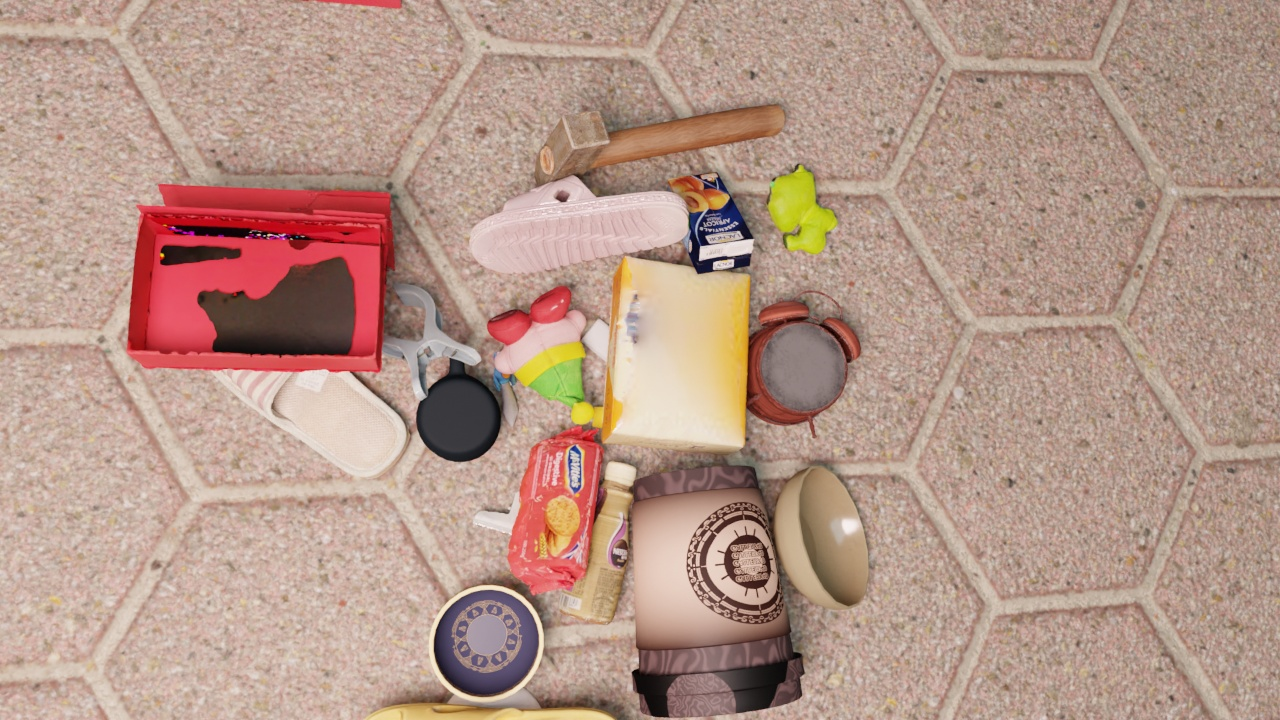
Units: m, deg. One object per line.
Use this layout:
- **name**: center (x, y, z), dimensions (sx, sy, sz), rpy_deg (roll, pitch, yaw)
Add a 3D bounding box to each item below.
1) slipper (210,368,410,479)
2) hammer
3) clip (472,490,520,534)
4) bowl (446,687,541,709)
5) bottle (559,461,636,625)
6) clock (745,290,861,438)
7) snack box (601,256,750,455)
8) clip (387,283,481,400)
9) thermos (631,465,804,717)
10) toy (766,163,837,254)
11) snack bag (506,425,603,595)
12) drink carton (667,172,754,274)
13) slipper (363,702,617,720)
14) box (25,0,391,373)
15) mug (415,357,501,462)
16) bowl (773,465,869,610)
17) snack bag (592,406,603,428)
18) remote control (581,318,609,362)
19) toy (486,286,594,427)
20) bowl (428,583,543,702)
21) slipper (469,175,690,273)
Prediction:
- **slipper**: center (-0.351, 0.016, 0.943), dimensions (0.263, 0.052, 0.115), rpy_deg (41, 79, -1)
- **hammer**: center (0.031, -0.243, 1.016), dimensions (0.300, 0.158, 0.037), rpy_deg (-16, 85, -24)
- **clip**: center (-0.122, 0.165, 0.970), dimensions (0.102, 0.056, 0.056), rpy_deg (18, 104, -7)
- **bowl**: center (-0.151, 0.385, 0.927), dimensions (0.114, 0.051, 0.114), rpy_deg (1, 82, -9)
- **bottle**: center (-0.039, 0.190, 0.967), dimensions (0.059, 0.060, 0.166), rpy_deg (15, 79, -7)
- **clock**: center (0.175, -0.002, 1.020), dimensions (0.120, 0.072, 0.157), rpy_deg (23, 80, -5)
- **snack box**: center (0.039, -0.005, 0.981), dimensions (0.145, 0.081, 0.195), rpy_deg (7, 74, -11)
- **clip**: center (-0.243, -0.015, 0.929), dimensions (0.112, 0.028, 0.163), rpy_deg (-38, 48, -15)
- **thermos**: center (0.068, 0.228, 0.930), dimensions (0.172, 0.173, 0.226), rpy_deg (-4, 77, -10)
- **toy**: center (0.185, -0.174, 1.064), dimensions (0.093, 0.036, 0.094), rpy_deg (27, 86, -10)
- **snack bag**: center (-0.086, 0.149, 0.934), dimensions (0.082, 0.082, 0.176), rpy_deg (11, 59, -8)
- **drink carton**: center (0.073, -0.151, 1.005), dimensions (0.064, 0.040, 0.130), rpy_deg (-10, 47, -10)
- **slipper**: center (-0.140, 0.378, 0.863), dimensions (0.263, 0.078, 0.099), rpy_deg (1, 84, -9)
- **box**: center (-0.313, -0.115, 0.731), dimensions (0.217, 0.352, 0.197), rpy_deg (2, 73, -13)
- **mug**: center (-0.187, 0.043, 0.944), dimensions (0.085, 0.094, 0.121), rpy_deg (-2, 83, -10)
- **bowl**: center (0.186, 0.192, 0.980), dimensions (0.152, 0.051, 0.152), rpy_deg (30, 49, -43)
- **snack bag**: center (-0.003, 0.067, 1.009), dimensions (0.099, 0.020, 0.026), rpy_deg (8, 80, -8)
- **remote control**: center (-0.006, 0.006, 1.020), dimensions (0.131, 0.012, 0.033), rpy_deg (39, 78, -2)
- **toy**: center (-0.102, 0.004, 0.971), dimensions (0.124, 0.097, 0.131), rpy_deg (-26, 111, -9)
- **bowl**: center (-0.156, 0.283, 0.934), dimensions (0.112, 0.061, 0.112), rpy_deg (1, 82, -9)
- **slipper**: center (-0.067, -0.152, 0.974), dimensions (0.239, 0.094, 0.064), rpy_deg (-7, 62, 8)
